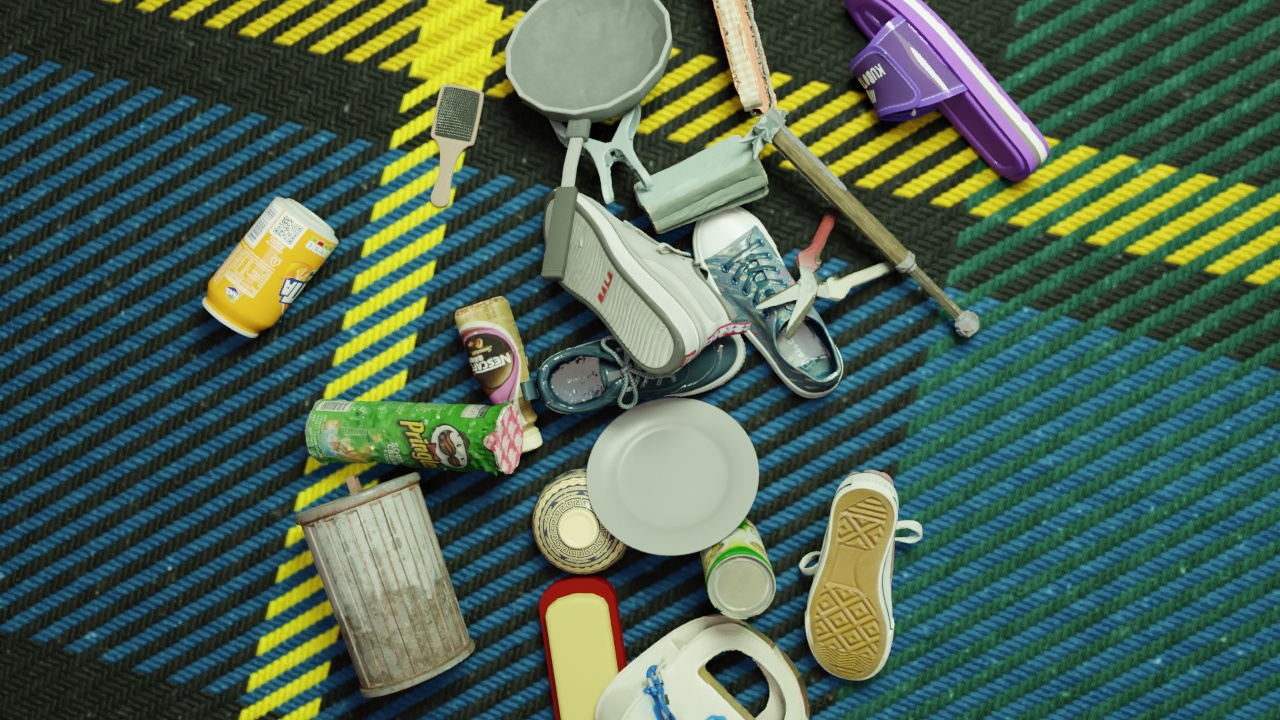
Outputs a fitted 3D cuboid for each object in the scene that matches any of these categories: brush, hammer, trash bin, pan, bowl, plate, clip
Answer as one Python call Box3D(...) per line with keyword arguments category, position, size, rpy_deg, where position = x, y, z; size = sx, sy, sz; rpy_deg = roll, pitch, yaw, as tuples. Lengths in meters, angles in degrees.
Box3D(category="brush", position=(-0.209, -0.236, 1.009), size=(0.050, 0.015, 0.135), rpy_deg=(12, 90, 3))
Box3D(category="hammer", position=(0.236, -0.140, 0.945), size=(0.317, 0.146, 0.028), rpy_deg=(44, 123, -6))
Box3D(category="trash bin", position=(-0.264, 0.219, 0.948), size=(0.131, 0.131, 0.211), rpy_deg=(-20, 89, 3))
Box3D(category="pan", position=(-0.062, -0.238, 0.930), size=(0.179, 0.041, 0.356), rpy_deg=(1, 67, 14))
Box3D(category="bowl", position=(-0.062, 0.173, 0.969), size=(0.112, 0.061, 0.112), rpy_deg=(0, 89, 3))
Box3D(category="plate", position=(0.033, 0.119, 0.953), size=(0.178, 0.012, 0.178), rpy_deg=(-4, 58, 5))
Box3D(category="clip", position=(-0.013, -0.251, 0.965), size=(0.141, 0.029, 0.171), rpy_deg=(-31, 66, 0))
Box3D(category="brush", position=(-0.059, 0.318, 0.976), size=(0.082, 0.042, 0.173), rpy_deg=(-9, 88, 3))

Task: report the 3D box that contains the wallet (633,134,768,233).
Box3D(category="wallet", position=(0.061, -0.181, 0.951), size=(0.132, 0.100, 0.054), rpy_deg=(-21, 114, 3))

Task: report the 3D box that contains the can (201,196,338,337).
Box3D(category="can", position=(-0.397, -0.100, 0.986), size=(0.079, 0.079, 0.142), rpy_deg=(39, 91, 3))

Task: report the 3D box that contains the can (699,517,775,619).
Box3D(category="can", position=(0.096, 0.205, 0.928), size=(0.067, 0.121, 0.067), rpy_deg=(0, 99, 0))

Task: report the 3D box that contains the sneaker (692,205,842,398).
Box3D(category="sneaker", position=(0.131, -0.062, 0.953), size=(0.087, 0.079, 0.235), rpy_deg=(-33, 87, 2))

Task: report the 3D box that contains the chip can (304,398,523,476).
Box3D(category="chip can", position=(-0.238, 0.077, 0.957), size=(0.223, 0.075, 0.075), rpy_deg=(1, 89, 15))

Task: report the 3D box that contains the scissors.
Box3D(category="scissors", position=(0.196, -0.094, 0.941), size=(0.179, 0.015, 0.193), rpy_deg=(10, 62, -18))

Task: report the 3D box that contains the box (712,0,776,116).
Box3D(category="box", position=(0.102, -0.349, 0.967), size=(0.043, 0.083, 0.187), rpy_deg=(-14, 90, 17))

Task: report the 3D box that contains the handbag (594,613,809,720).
Box3D(category="handbag", position=(0.075, 0.366, 0.930), size=(0.199, 0.093, 0.200), rpy_deg=(-46, 103, -8))

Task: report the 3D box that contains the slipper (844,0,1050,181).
Box3D(category="slipper", position=(0.289, -0.270, 0.938), size=(0.084, 0.107, 0.266), rpy_deg=(-44, 91, 2))

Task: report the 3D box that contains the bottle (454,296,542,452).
Box3D(category="bottle", position=(-0.146, 0.017, 0.980), size=(0.059, 0.059, 0.166), rpy_deg=(-18, 97, 3))

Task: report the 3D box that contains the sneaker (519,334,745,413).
Box3D(category="sneaker", position=(-0.006, 0.006, 0.955), size=(0.235, 0.087, 0.089), rpy_deg=(-14, 89, 2))

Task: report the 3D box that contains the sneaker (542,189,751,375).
Box3D(category="sneaker", position=(-0.001, -0.096, 0.944), size=(0.263, 0.128, 0.097), rpy_deg=(47, 133, 30))

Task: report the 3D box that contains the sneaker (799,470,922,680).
Box3D(category="sneaker", position=(0.222, 0.212, 0.939), size=(0.118, 0.087, 0.241), rpy_deg=(8, 113, 14))
